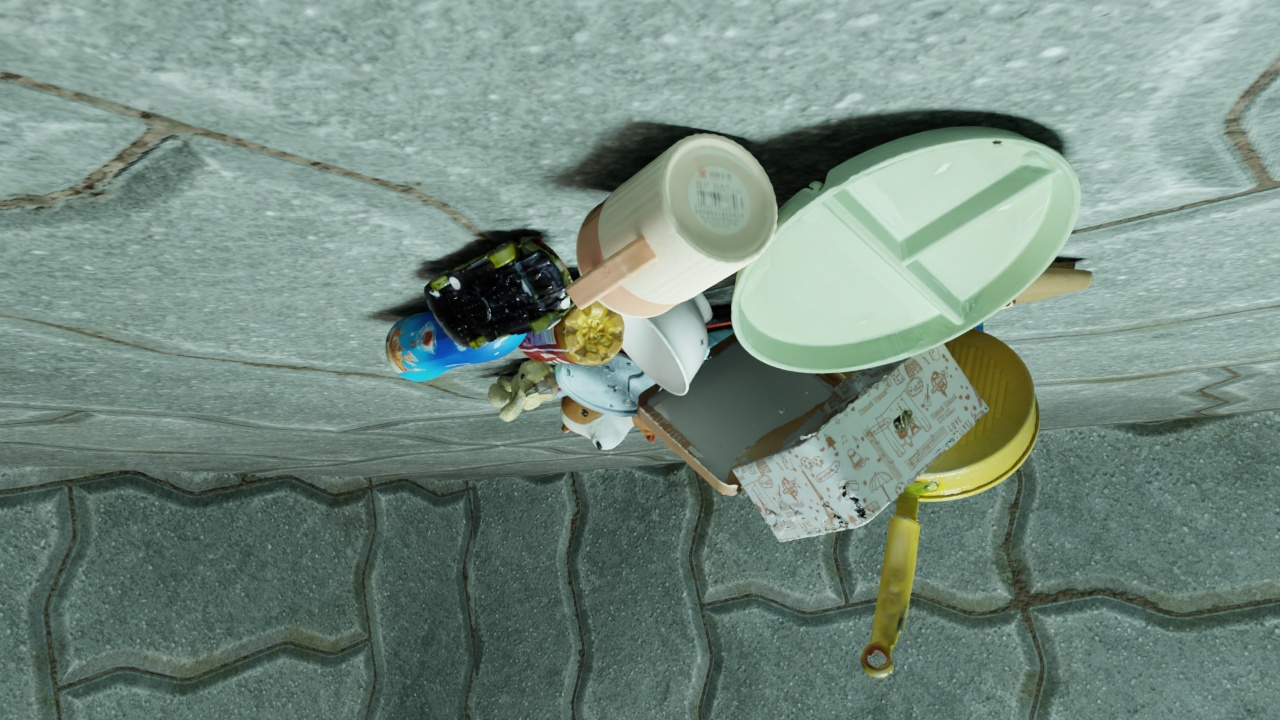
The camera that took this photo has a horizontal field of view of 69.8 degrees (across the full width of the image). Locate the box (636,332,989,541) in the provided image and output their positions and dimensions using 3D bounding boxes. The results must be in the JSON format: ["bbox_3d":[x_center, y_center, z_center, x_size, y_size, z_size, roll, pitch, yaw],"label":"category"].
[{"bbox_3d":[0.143,0.053,0.798,0.179,0.134,0.271,-33,-152,-28],"label":"box"}]

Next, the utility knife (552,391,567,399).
[{"bbox_3d":[-0.032,0.020,1.179,0.205,0.021,0.031,-13,160,18],"label":"utility knife"}]

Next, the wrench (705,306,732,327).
[{"bbox_3d":[0.007,-0.036,0.957,0.274,0.016,0.056,-6,170,20],"label":"wrench"}]

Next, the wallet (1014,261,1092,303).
[{"bbox_3d":[0.328,-0.069,0.821,0.115,0.033,0.090,0,172,-20],"label":"wallet"}]

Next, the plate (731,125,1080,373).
[{"bbox_3d":[0.167,-0.065,0.596,0.230,0.027,0.231,-10,148,-7],"label":"plate"}]

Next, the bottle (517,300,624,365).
[{"bbox_3d":[-0.073,-0.026,0.828,0.057,0.057,0.175,2,-179,-25],"label":"bottle"}]

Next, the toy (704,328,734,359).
[{"bbox_3d":[0.083,-0.010,1.009,0.162,0.050,0.156,0,-179,28],"label":"toy"}]

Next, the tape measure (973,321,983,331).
[{"bbox_3d":[0.349,-0.038,1.011,0.054,0.025,0.058,3,172,-37],"label":"tape measure"}]

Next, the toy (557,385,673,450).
[{"bbox_3d":[-0.024,0.071,1.260,0.200,0.130,0.140,5,138,10],"label":"toy"}]

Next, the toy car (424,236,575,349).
[{"bbox_3d":[-0.113,-0.052,0.713,0.158,0.070,0.042,-12,-155,44],"label":"toy car"}]

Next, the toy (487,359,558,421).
[{"bbox_3d":[-0.152,0.033,1.193,0.105,0.066,0.158,-34,-169,-29],"label":"toy"}]

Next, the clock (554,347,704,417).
[{"bbox_3d":[-0.006,0.005,0.928,0.158,0.059,0.117,12,145,7],"label":"clock"}]

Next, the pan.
[{"bbox_3d":[0.254,0.115,0.854,0.198,0.356,0.078,6,141,28],"label":"pan"}]

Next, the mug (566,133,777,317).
[{"bbox_3d":[0.009,-0.070,0.541,0.114,0.081,0.106,-36,-174,-30],"label":"mug"}]

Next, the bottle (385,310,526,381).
[{"bbox_3d":[-0.151,-0.027,0.824,0.065,0.065,0.219,7,166,-43],"label":"bottle"}]

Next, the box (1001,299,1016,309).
[{"bbox_3d":[0.206,-0.059,0.717,0.168,0.076,0.091,1,169,-24],"label":"box"}]

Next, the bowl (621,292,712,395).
[{"bbox_3d":[0.022,-0.035,0.791,0.064,0.118,0.118,-39,179,-15],"label":"bowl"}]
